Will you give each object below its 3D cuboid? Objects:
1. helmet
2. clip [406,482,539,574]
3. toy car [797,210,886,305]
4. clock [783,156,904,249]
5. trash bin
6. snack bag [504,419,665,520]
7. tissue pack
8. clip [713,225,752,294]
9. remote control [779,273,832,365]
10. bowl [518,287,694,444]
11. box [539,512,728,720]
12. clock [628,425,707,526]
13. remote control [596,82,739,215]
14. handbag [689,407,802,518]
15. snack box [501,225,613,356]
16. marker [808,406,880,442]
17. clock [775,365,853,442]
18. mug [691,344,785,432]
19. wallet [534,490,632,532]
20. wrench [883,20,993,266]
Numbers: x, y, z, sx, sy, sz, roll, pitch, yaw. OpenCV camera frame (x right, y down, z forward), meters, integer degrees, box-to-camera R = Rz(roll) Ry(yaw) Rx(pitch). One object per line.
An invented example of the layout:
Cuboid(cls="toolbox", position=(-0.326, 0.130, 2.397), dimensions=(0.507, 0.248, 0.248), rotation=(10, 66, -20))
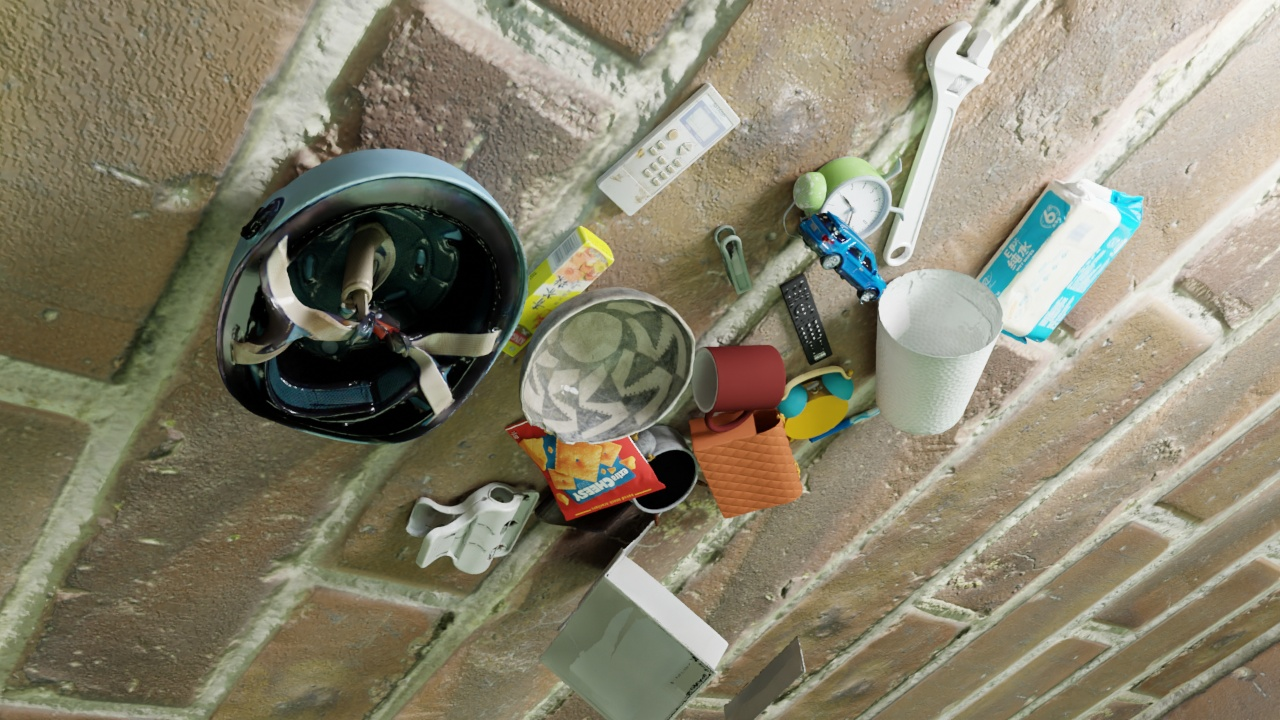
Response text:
Cuboid(cls="helmet", position=(-0.220, -0.067, 0.748), dimensions=(0.225, 0.166, 0.266), rotation=(25, 120, -40))
Cuboid(cls="clip", position=(-0.200, 0.201, 1.089), dimensions=(0.144, 0.075, 0.125), rotation=(2, 128, -36))
Cuboid(cls="toy car", position=(0.204, -0.101, 0.902), dimensions=(0.044, 0.056, 0.120), rotation=(-42, 131, 17))
Cuboid(cls="clock", position=(0.200, -0.156, 0.919), dimensions=(0.119, 0.042, 0.094), rotation=(-21, 134, -2))
Cuboid(cls="trash bin", position=(0.333, -0.002, 1.060), dimensions=(0.133, 0.133, 0.161), rotation=(-16, 140, -7))
Cuboid(cls="snack bag", position=(-0.062, 0.109, 1.038), dimensions=(0.131, 0.039, 0.144), rotation=(-21, 116, 19))
Cuboid(cls="tissue pack", position=(0.469, -0.114, 1.048), dimensions=(0.117, 0.066, 0.210), rotation=(12, 124, -29))
Cuboid(cls="clip", position=(0.095, -0.104, 0.938), dimensions=(0.023, 0.045, 0.076), rotation=(-25, 135, -1))
Cuboid(cls="remote control", position=(0.189, -0.044, 1.042), dimensions=(0.030, 0.009, 0.140), rotation=(-27, 135, 4))
Cuboid(cls="bowl", position=(-0.041, -0.007, 0.910), dimensions=(0.178, 0.081, 0.179), rotation=(-13, 132, -15))
Cuboid(cls="box", position=(-0.014, 0.269, 1.167), dimensions=(0.171, 0.379, 0.168), rotation=(26, 119, -18))
Cuboid(cls="clock", position=(0.013, 0.122, 1.090), dimensions=(0.104, 0.056, 0.148), rotation=(-38, 129, -8))
Cuboid(cls="remote control", position=(0.025, -0.191, 0.840), dimensions=(0.136, 0.011, 0.050), rotation=(-39, 133, 15))
Cuboid(cls="handbag", position=(0.134, 0.120, 1.130), dimensions=(0.109, 0.060, 0.172), rotation=(-13, 140, 10))
Cuboid(cls="snack box", position=(-0.093, -0.066, 0.897), dimensions=(0.148, 0.029, 0.040), rotation=(-41, 132, 18))
Cuboid(cls="marker", position=(0.284, 0.075, 1.188), dimensions=(0.142, 0.013, 0.013), rotation=(-22, 135, -1))
Cuboid(cls="clock", position=(0.211, 0.053, 1.120), dimensions=(0.099, 0.043, 0.130), rotation=(-17, 142, -6))
Cuboid(cls="mug", position=(0.107, 0.034, 1.032), dimensions=(0.082, 0.073, 0.106), rotation=(-2, 118, -20))
Cuboid(cls="wallet", position=(-0.059, 0.168, 1.132), dimensions=(0.120, 0.031, 0.099), rotation=(24, 118, -43))
Cuboid(cls="wrench", position=(0.291, -0.207, 0.927), dimensions=(0.066, 0.018, 0.274), rotation=(-8, 135, -14))
